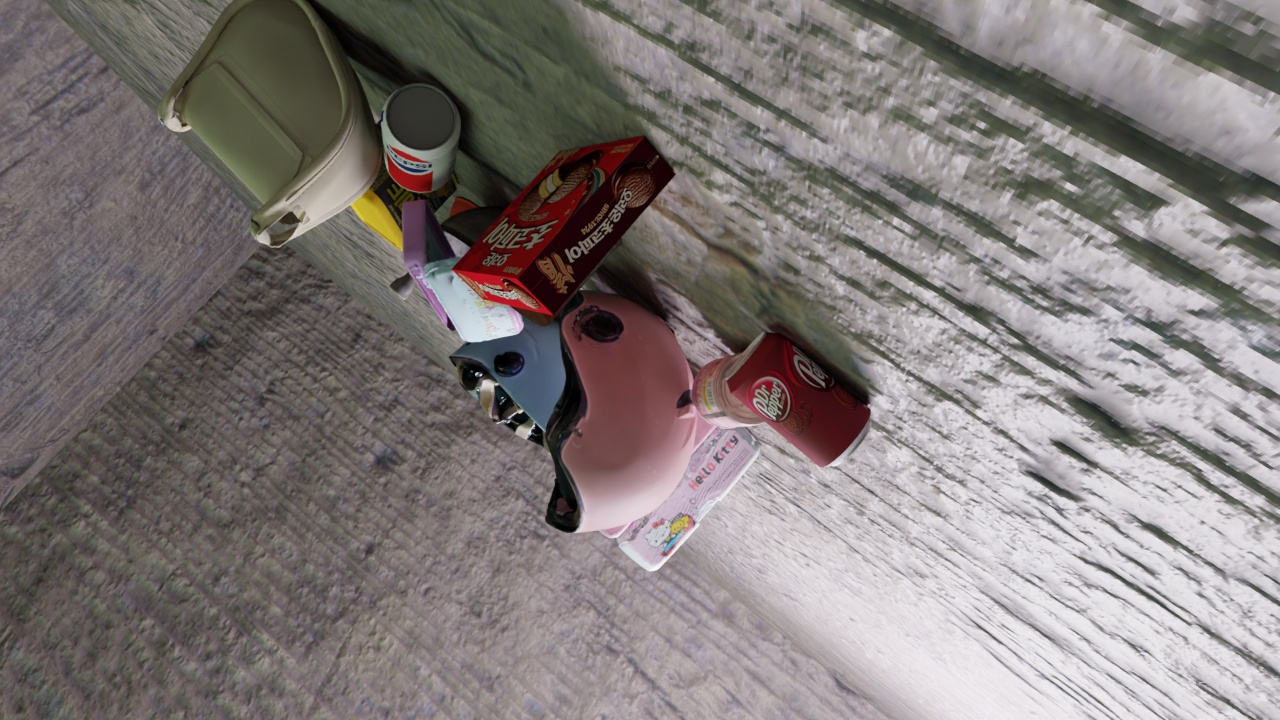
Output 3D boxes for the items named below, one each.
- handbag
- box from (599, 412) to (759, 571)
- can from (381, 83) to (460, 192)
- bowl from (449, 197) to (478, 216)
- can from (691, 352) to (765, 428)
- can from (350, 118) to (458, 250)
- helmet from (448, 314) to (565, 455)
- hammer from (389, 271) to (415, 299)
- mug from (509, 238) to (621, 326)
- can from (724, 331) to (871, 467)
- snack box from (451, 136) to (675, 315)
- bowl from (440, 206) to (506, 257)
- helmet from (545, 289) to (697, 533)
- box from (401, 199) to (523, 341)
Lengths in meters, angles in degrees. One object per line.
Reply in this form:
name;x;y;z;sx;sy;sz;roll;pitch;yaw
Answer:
handbag;-0.340;-0.225;0.892;0.229;0.184;0.132;45;170;23
box;0.033;0.131;1.050;0.155;0.201;0.059;43;175;-12
can;-0.209;-0.209;0.872;0.070;0.070;0.132;41;167;-7
bowl;-0.192;-0.145;1.127;0.122;0.035;0.122;38;167;10
can;0.089;0.028;0.845;0.067;0.067;0.076;41;167;-7
can;-0.265;-0.197;1.002;0.072;0.101;0.131;37;167;11
helmet;-0.132;0.037;1.268;0.265;0.166;0.225;40;170;39
hammer;-0.315;-0.155;1.333;0.031;0.119;0.331;44;176;-17
mug;-0.077;-0.094;0.814;0.096;0.110;0.123;40;169;-24
can;0.129;0.032;0.751;0.114;0.063;0.063;40;168;0
snack box;-0.063;-0.101;0.683;0.036;0.132;0.152;46;166;-25
bowl;-0.153;-0.121;1.025;0.145;0.067;0.145;38;167;10
helmet;-0.024;0.044;0.932;0.231;0.152;0.255;97;168;-50
box;-0.180;-0.091;0.972;0.092;0.089;0.214;-5;163;-1
